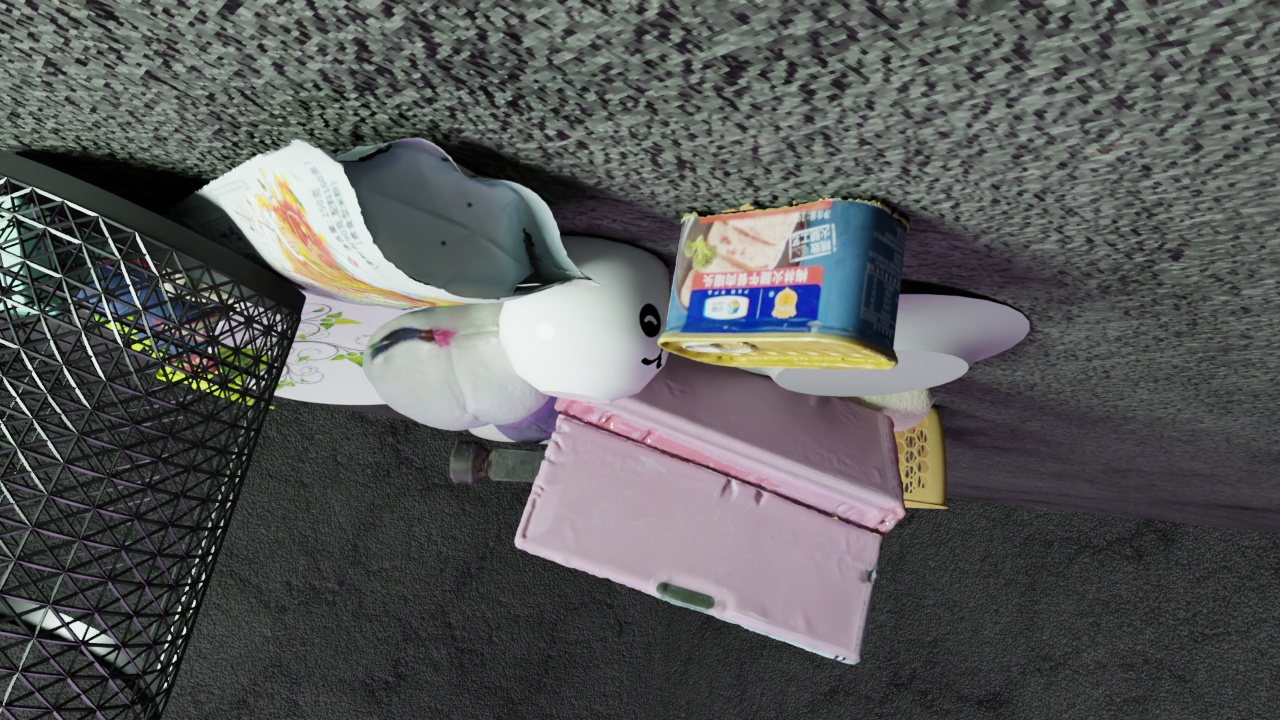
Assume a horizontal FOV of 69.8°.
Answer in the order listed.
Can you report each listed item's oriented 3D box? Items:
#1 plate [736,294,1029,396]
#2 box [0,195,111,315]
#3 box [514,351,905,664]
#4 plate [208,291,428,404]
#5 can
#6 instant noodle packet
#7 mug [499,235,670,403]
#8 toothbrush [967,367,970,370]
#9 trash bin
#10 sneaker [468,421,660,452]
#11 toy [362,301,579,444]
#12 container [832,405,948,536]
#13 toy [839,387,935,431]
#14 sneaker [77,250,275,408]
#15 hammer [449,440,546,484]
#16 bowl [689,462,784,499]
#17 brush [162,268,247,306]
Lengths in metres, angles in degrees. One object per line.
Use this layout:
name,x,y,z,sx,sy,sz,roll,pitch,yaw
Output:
plate,0.131,0.000,0.527,0.173,0.019,0.173,0,165,0
box,-0.422,-0.066,0.598,0.189,0.077,0.079,3,-173,25
box,0.055,0.068,0.568,0.232,0.179,0.055,21,146,-13
plate,-0.200,-0.020,0.694,0.229,0.030,0.230,-7,159,-3
can,0.058,-0.030,0.379,0.100,0.059,0.054,0,168,42
instant noodle packet,-0.143,-0.051,0.451,0.146,0.057,0.270,24,166,-33
mug,-0.022,-0.015,0.496,0.090,0.076,0.123,5,171,22
toothbrush,0.122,-0.011,0.601,0.188,0.014,0.017,9,180,0
trash bin,-0.303,0.042,0.471,0.217,0.243,0.217,22,171,4
sneaker,-0.042,0.028,0.822,0.235,0.087,0.079,1,134,-9
toy,-0.101,0.013,0.657,0.138,0.085,0.209,-15,165,13
container,0.219,0.127,0.902,0.129,0.167,0.183,8,171,1
toy,0.171,0.024,0.659,0.087,0.050,0.113,15,138,-16
sneaker,-0.374,-0.026,0.725,0.116,0.091,0.241,7,171,26
hammer,-0.064,0.097,0.835,0.120,0.033,0.330,4,174,8
bowl,0.104,0.074,0.902,0.132,0.064,0.131,28,-157,-13
brush,-0.254,-0.026,0.754,0.078,0.062,0.272,-31,143,33
